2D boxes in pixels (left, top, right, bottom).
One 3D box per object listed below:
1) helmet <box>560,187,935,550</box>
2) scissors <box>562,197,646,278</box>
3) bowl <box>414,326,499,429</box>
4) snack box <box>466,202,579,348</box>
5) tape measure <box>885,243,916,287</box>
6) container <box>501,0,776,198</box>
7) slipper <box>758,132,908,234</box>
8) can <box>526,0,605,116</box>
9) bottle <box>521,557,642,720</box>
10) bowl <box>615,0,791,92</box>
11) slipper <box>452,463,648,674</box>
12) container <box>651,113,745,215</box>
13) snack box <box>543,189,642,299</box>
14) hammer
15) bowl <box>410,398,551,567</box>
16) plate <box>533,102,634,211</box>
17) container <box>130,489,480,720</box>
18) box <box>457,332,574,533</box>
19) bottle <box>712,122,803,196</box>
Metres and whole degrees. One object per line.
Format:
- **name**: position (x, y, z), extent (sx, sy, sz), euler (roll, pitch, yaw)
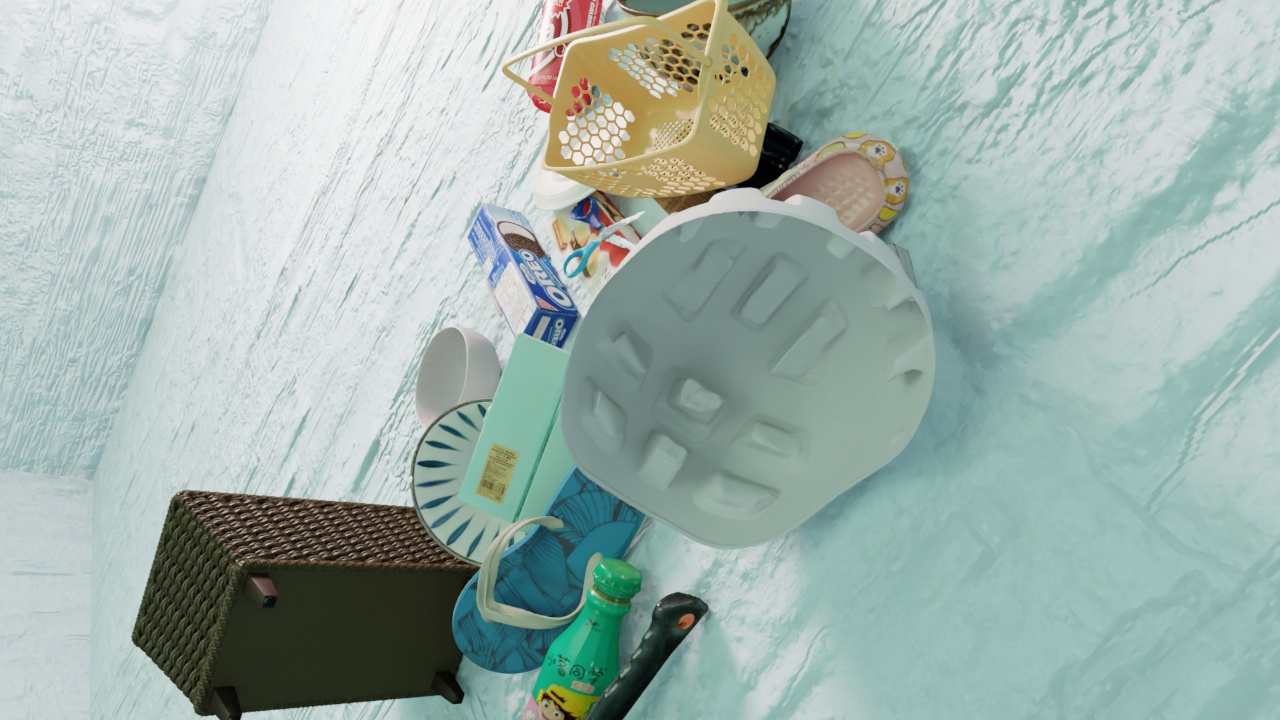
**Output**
- **helmet**: position (0.072, -0.003, 0.635), extent (0.283, 0.224, 0.183), euler (118, 175, -58)
- **scissors**: position (-0.038, -0.137, 0.920), extent (0.134, 0.015, 0.104), euler (-21, 61, 46)
- **bowl**: position (-0.216, 0.028, 1.118), extent (0.132, 0.064, 0.131), euler (-21, 63, 47)
- **snack box**: position (-0.142, -0.102, 1.076), extent (0.060, 0.059, 0.226), euler (-58, 40, 25)
- **tape measure**: position (0.176, -0.055, 0.692), extent (0.062, 0.020, 0.060), euler (-35, 53, 40)
- **container**: position (-0.006, -0.213, 0.746), extent (0.184, 0.167, 0.129), euler (4, 76, 46)
- **slipper**: position (0.114, -0.098, 0.712), extent (0.198, 0.081, 0.093), euler (-31, 90, 29)
- **can**: position (-0.086, -0.365, 1.077), extent (0.075, 0.074, 0.142), euler (2, 80, 52)
- **bottle**: position (-0.054, 0.280, 0.831), extent (0.068, 0.068, 0.210), euler (32, 104, 51)
- **bowl**: position (0.064, -0.299, 0.836), extent (0.160, 0.159, 0.094), euler (46, 155, 48)
- **slipper**: position (-0.091, 0.205, 0.874), extent (0.118, 0.060, 0.295), euler (40, 111, 8)
- **container**: position (0.057, -0.172, 0.835), extent (0.114, 0.061, 0.063), euler (-51, 45, 17)
- **snack box**: position (-0.023, -0.094, 0.935), extent (0.077, 0.044, 0.272), euler (-58, 41, 21)
- **hammer**: position (-0.048, 0.333, 0.784), extent (0.333, 0.133, 0.033), euler (-57, 39, 9)
- **bowl**: position (-0.147, 0.123, 0.972), extent (0.070, 0.177, 0.177), euler (-35, -34, -81)
- **plate**: position (-0.061, -0.227, 1.003), extent (0.157, 0.014, 0.156), euler (-29, 39, 26)
- **container**: position (-0.333, 0.270, 0.993), extent (0.205, 0.320, 0.176), euler (22, 96, 46)
- **box**: position (-0.093, 0.081, 0.912), extent (0.033, 0.136, 0.187), euler (-61, -9, -82)
- **bottle**: position (0.086, -0.128, 0.799), extent (0.056, 0.056, 0.161), euler (47, 114, 48)
